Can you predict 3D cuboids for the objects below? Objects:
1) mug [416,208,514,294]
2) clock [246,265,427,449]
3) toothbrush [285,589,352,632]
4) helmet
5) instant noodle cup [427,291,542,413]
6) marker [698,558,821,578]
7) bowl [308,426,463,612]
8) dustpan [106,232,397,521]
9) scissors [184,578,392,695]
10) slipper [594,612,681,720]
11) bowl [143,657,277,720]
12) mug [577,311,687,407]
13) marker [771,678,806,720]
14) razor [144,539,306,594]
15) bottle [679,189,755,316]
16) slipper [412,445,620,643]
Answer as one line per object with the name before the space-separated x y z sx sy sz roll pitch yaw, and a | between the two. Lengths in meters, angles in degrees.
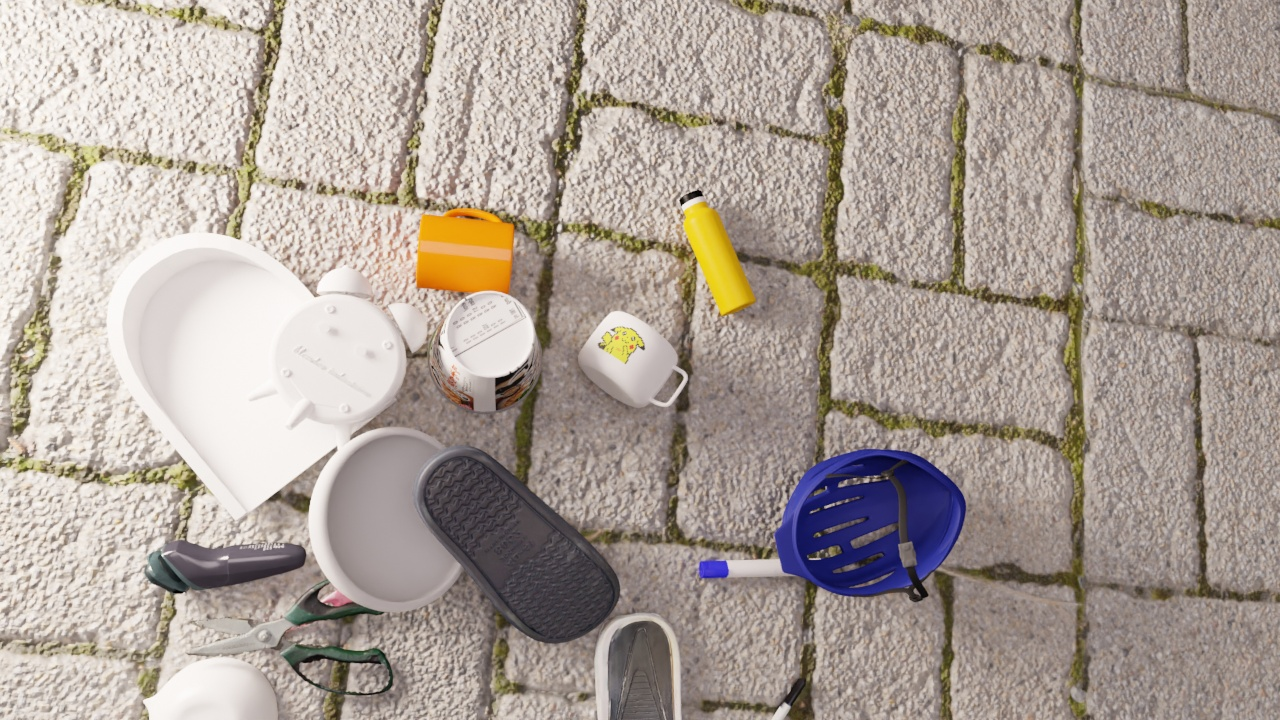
mug | -0.187 -0.125 0.985 0.096 0.078 0.112 5 51 -11
clock | -0.290 -0.003 0.887 0.125 0.073 0.160 33 80 -9
toothbrush | -0.320 0.250 0.912 0.134 0.016 0.021 -28 95 -15
helmet | 0.259 0.167 0.937 0.241 0.228 0.148 -13 91 -17
instant noodle cup | -0.156 -0.014 0.940 0.123 0.122 0.123 2 79 -11
marker | 0.135 0.228 1.007 0.141 0.020 0.020 1 79 -11
bowl | -0.250 0.156 0.900 0.176 0.066 0.176 17 66 -45
dustpan | -0.402 -0.004 0.909 0.191 0.053 0.257 -39 84 -12
scissors | -0.332 0.286 0.891 0.209 0.015 0.137 -10 92 -18
slipper | 0.006 0.393 0.930 0.111 0.063 0.263 -1 77 -12
bowl | -0.405 0.340 0.859 0.114 0.051 0.114 2 79 -11
mug | -0.006 0.006 0.977 0.115 0.094 0.068 31 75 19
marker | 0.133 0.403 0.980 0.011 0.011 0.152 39 75 -3
razor | -0.401 0.196 0.894 0.142 0.047 0.052 -5 105 -15
bottle | 0.085 -0.125 1.051 0.043 0.043 0.143 -21 85 -15
slipper | -0.131 0.183 0.924 0.110 0.083 0.268 -46 117 -12
